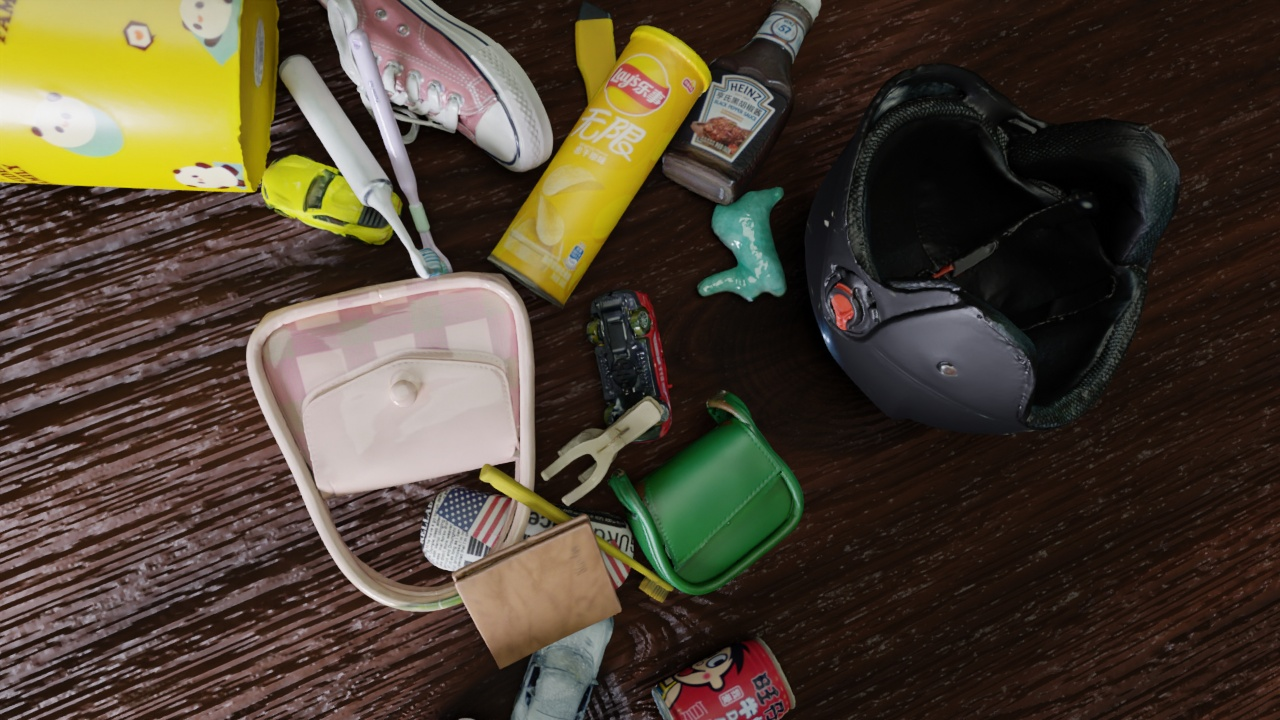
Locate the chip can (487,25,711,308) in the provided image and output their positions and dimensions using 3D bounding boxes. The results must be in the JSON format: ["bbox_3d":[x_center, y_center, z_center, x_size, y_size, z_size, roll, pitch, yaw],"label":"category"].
[{"bbox_3d":[-0.032,-0.147,0.700,0.072,0.072,0.213,34,87,-6],"label":"chip can"}]

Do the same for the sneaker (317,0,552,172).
[{"bbox_3d":[-0.172,-0.217,0.677,0.241,0.118,0.087,43,62,1],"label":"sneaker"}]

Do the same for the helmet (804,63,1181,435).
[{"bbox_3d":[0.233,-0.071,0.677,0.232,0.231,0.274,-41,95,-25],"label":"helmet"}]

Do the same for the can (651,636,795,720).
[{"bbox_3d":[0.064,0.260,0.704,0.093,0.066,0.066,-24,90,-11],"label":"can"}]

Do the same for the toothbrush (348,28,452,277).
[{"bbox_3d":[-0.174,-0.142,0.661,0.029,0.021,0.189,-7,124,6],"label":"toothbrush"}]

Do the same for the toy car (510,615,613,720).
[{"bbox_3d":[-0.059,0.236,0.700,0.054,0.037,0.120,20,79,-7],"label":"toy car"}]

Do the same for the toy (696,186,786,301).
[{"bbox_3d":[0.086,-0.089,0.753,0.096,0.030,0.092,-19,87,-5],"label":"toy"}]

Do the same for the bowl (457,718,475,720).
[{"bbox_3d":[-0.132,0.300,0.660,0.118,0.119,0.064,47,40,-4],"label":"bowl"}]

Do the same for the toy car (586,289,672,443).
[{"bbox_3d":[-0.004,0.004,0.717,0.053,0.045,0.120,-8,91,33],"label":"toy car"}]

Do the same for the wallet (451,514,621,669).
[{"bbox_3d":[-0.070,0.165,0.650,0.101,0.020,0.115,-24,134,-10],"label":"wallet"}]

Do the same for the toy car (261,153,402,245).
[{"bbox_3d":[-0.235,-0.123,0.696,0.105,0.032,0.048,19,83,-7],"label":"toy car"}]

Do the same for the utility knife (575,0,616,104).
[{"bbox_3d":[-0.033,-0.215,0.747,0.033,0.015,0.156,-6,88,-5],"label":"utility knife"}]

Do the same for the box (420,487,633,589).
[{"bbox_3d":[-0.085,0.138,0.703,0.164,0.052,0.068,14,69,-9],"label":"box"}]

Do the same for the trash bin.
[{"bbox_3d":[-0.378,-0.215,0.587,0.255,0.230,0.229,4,85,-15],"label":"trash bin"}]

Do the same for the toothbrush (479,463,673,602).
[{"bbox_3d":[-0.043,0.128,0.665,0.190,0.016,0.016,40,81,-30],"label":"toothbrush"}]

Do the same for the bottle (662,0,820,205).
[{"bbox_3d":[0.091,-0.224,0.753,0.080,0.044,0.194,28,77,8],"label":"bottle"}]

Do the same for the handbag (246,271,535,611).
[{"bbox_3d":[-0.162,0.060,0.658,0.193,0.093,0.234,-11,84,-10],"label":"handbag"}]

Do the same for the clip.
[{"bbox_3d":[-0.033,0.070,0.683,0.035,0.102,0.095,52,43,-4],"label":"clip"}]

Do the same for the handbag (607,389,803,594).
[{"bbox_3d":[0.050,0.102,0.701,0.131,0.068,0.120,-34,105,-11],"label":"handbag"}]

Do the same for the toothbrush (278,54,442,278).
[{"bbox_3d":[-0.203,-0.140,0.663,0.026,0.027,0.221,-23,65,-32],"label":"toothbrush"}]
